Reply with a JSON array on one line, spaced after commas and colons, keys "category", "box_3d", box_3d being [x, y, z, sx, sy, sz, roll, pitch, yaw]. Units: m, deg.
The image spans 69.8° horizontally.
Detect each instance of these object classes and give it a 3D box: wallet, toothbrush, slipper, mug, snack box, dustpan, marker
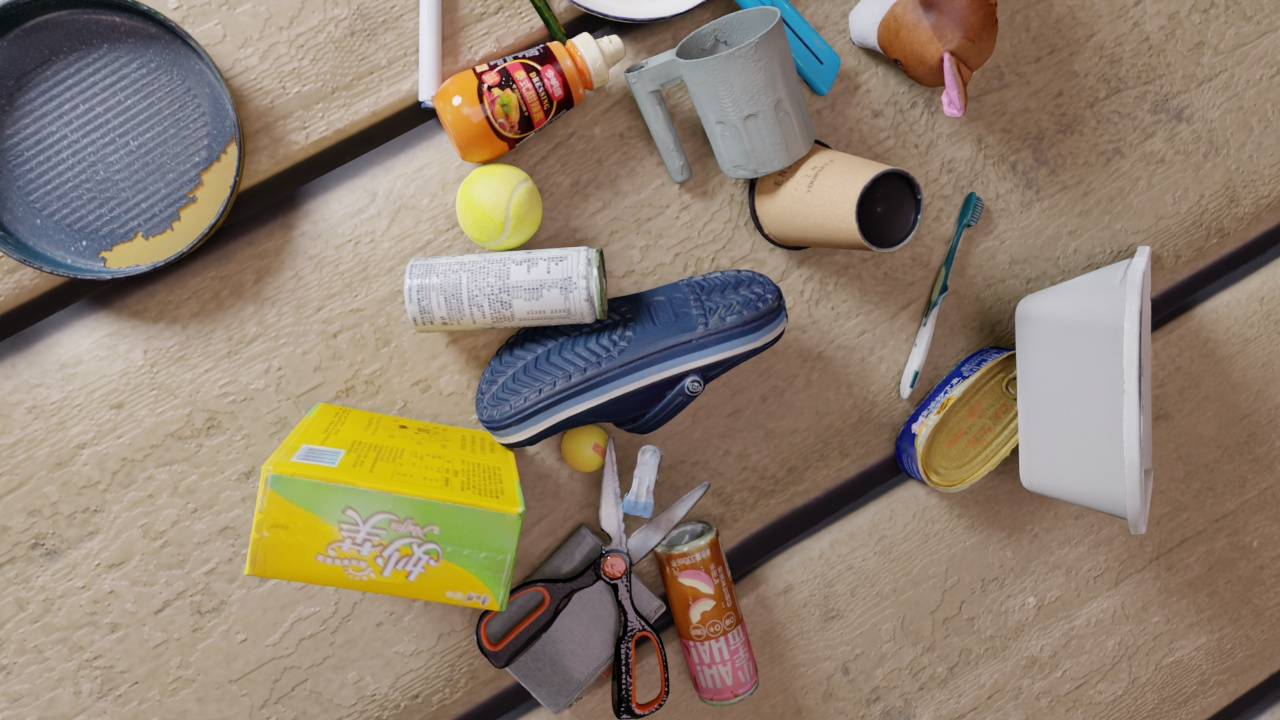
[{"category": "wallet", "box_3d": [-0.056, 0.218, 0.765, 0.129, 0.037, 0.106, -45, 92, -3]}, {"category": "toothbrush", "box_3d": [-0.091, -0.301, 0.704, 0.017, 0.012, 0.186, -37, 103, -17]}, {"category": "slipper", "box_3d": [-0.004, 0.004, 0.723, 0.252, 0.105, 0.095, -21, 123, -5]}, {"category": "toothbrush", "box_3d": [0.265, -0.056, 0.808, 0.018, 0.016, 0.191, 17, 93, -24]}, {"category": "mug", "box_3d": [0.064, -0.198, 0.708, 0.124, 0.083, 0.103, -16, 124, 17]}, {"category": "snack box", "box_3d": [-0.166, 0.093, 0.637, 0.157, 0.210, 0.070, 11, 95, -12]}, {"category": "dustpan", "box_3d": [0.408, 0.025, 0.744, 0.257, 0.143, 0.223, -9, 99, -29]}, {"category": "marker", "box_3d": [-0.157, -0.256, 0.693, 0.022, 0.018, 0.131, -1, 97, -21]}]

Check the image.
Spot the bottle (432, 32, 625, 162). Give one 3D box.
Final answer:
[{"category": "bottle", "box_3d": [-0.079, -0.205, 0.689, 0.149, 0.067, 0.067, -28, 102, -6]}]

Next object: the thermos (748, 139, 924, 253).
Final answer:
[{"category": "thermos", "box_3d": [0.150, -0.125, 0.716, 0.093, 0.143, 0.093, -6, 107, -21]}]

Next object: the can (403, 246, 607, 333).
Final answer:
[{"category": "can", "box_3d": [-0.100, -0.053, 0.693, 0.147, 0.058, 0.058, -4, 98, 4]}]

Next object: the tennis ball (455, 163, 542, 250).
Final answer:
[{"category": "tennis ball", "box_3d": [-0.107, -0.116, 0.696, 0.065, 0.065, 0.065, -1, 97, -12]}]

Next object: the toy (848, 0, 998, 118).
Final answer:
[{"category": "toy", "box_3d": [0.213, -0.296, 0.716, 0.199, 0.131, 0.139, 52, 46, -23]}]

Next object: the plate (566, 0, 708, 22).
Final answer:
[{"category": "plate", "box_3d": [-0.008, -0.360, 0.697, 0.204, 0.045, 0.205, -1, 98, -11]}]

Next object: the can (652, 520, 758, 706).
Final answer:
[{"category": "can", "box_3d": [0.056, 0.213, 0.776, 0.058, 0.058, 0.147, -18, 100, -9]}]

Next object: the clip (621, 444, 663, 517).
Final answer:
[{"category": "clip", "box_3d": [0.003, 0.093, 0.712, 0.025, 0.036, 0.058, 15, 88, 3]}]

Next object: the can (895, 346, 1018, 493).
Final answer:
[{"category": "can", "box_3d": [0.292, 0.050, 0.809, 0.074, 0.049, 0.148, 44, 87, -14]}]

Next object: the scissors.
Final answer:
[{"category": "scissors", "box_3d": [-0.028, 0.183, 0.733, 0.221, 0.021, 0.232, -23, 93, -1]}]

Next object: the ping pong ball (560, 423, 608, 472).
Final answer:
[{"category": "ping pong ball", "box_3d": [-0.044, 0.071, 0.746, 0.040, 0.040, 0.040, -1, 97, -12]}]

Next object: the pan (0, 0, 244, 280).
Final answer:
[{"category": "pan", "box_3d": [-0.442, -0.106, 0.621, 0.357, 0.078, 0.198, -37, 102, -5]}]

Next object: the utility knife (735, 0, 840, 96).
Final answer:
[{"category": "utility knife", "box_3d": [0.083, -0.284, 0.701, 0.223, 0.018, 0.034, 34, 98, -34]}]
